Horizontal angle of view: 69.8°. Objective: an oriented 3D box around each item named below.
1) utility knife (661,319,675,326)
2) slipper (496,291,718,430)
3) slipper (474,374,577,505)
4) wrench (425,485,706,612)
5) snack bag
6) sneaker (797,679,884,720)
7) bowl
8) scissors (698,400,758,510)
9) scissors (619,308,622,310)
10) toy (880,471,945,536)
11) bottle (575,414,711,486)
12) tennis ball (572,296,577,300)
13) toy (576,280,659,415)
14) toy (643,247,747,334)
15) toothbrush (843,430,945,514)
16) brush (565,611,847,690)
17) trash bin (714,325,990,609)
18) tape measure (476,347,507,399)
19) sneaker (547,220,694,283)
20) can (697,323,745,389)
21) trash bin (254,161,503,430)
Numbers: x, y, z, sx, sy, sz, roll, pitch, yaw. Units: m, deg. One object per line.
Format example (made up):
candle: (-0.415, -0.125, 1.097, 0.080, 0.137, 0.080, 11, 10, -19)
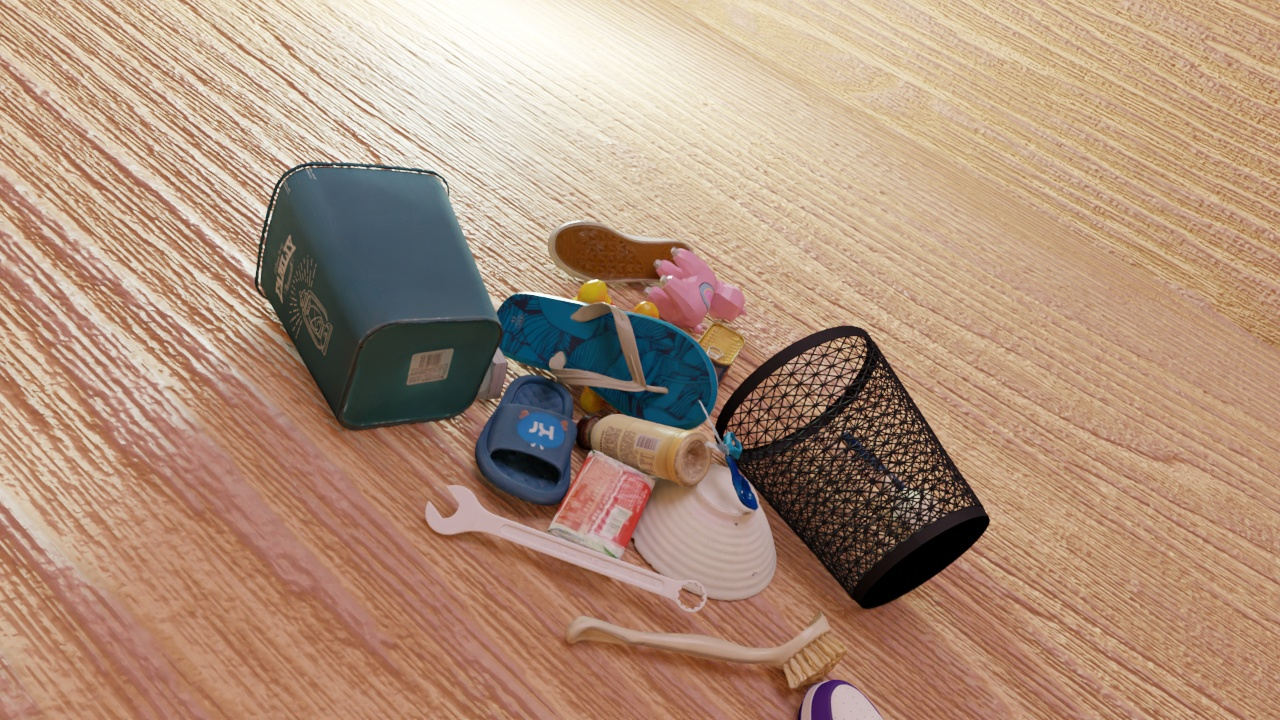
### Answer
utility knife: (0.001, -0.030, 1.246, 0.173, 0.020, 0.029, -23, 75, -52)
slipper: (-0.047, -0.014, 1.031, 0.295, 0.118, 0.060, 20, -14, 21)
slipper: (-0.116, 0.073, 0.975, 0.103, 0.059, 0.213, 17, 30, -10)
wrench: (-0.068, 0.178, 0.852, 0.273, 0.009, 0.047, 20, 76, 0)
snack bag: (-0.039, 0.150, 0.911, 0.077, 0.036, 0.115, 26, 45, 3)
sneaker: (0.211, 0.348, 0.736, 0.091, 0.111, 0.244, 5, 36, -29)
bowl: (0.077, 0.160, 0.965, 0.177, 0.071, 0.177, 18, 32, -12)
scissors: (0.092, 0.098, 0.945, 0.127, 0.014, 0.133, 33, 30, -63)
scissors: (0.002, -0.019, 1.210, 0.127, 0.011, 0.125, -14, 62, -51)
toy: (0.334, 0.183, 1.127, 0.112, 0.050, 0.087, 30, 31, 15)
bottle: (-0.002, 0.089, 0.971, 0.162, 0.056, 0.056, 10, 15, 43)
tennis ball: (-0.067, -0.054, 1.190, 0.065, 0.065, 0.065, 18, 32, -12)
toy: (-0.006, 0.006, 1.093, 0.216, 0.147, 0.098, 35, 5, 19)
toy: (0.086, -0.093, 1.347, 0.157, 0.067, 0.123, 35, 50, -22)
toothbrush: (0.338, 0.156, 1.201, 0.016, 0.017, 0.190, -12, 47, -45)
brush: (0.064, 0.258, 0.834, 0.272, 0.062, 0.077, 9, 29, -17)
trash bin: (0.237, 0.124, 1.013, 0.216, 0.218, 0.243, -4, 48, -39)
tape measure: (-0.172, 0.010, 1.027, 0.020, 0.060, 0.062, -4, 41, -39)
sneaker: (-0.036, -0.156, 1.373, 0.235, 0.087, 0.079, 4, 6, -28)
can: (0.098, -0.001, 1.230, 0.054, 0.059, 0.099, 29, 31, 8)
trash bin: (-0.266, -0.062, 0.959, 0.198, 0.197, 0.218, -5, 48, -38)
